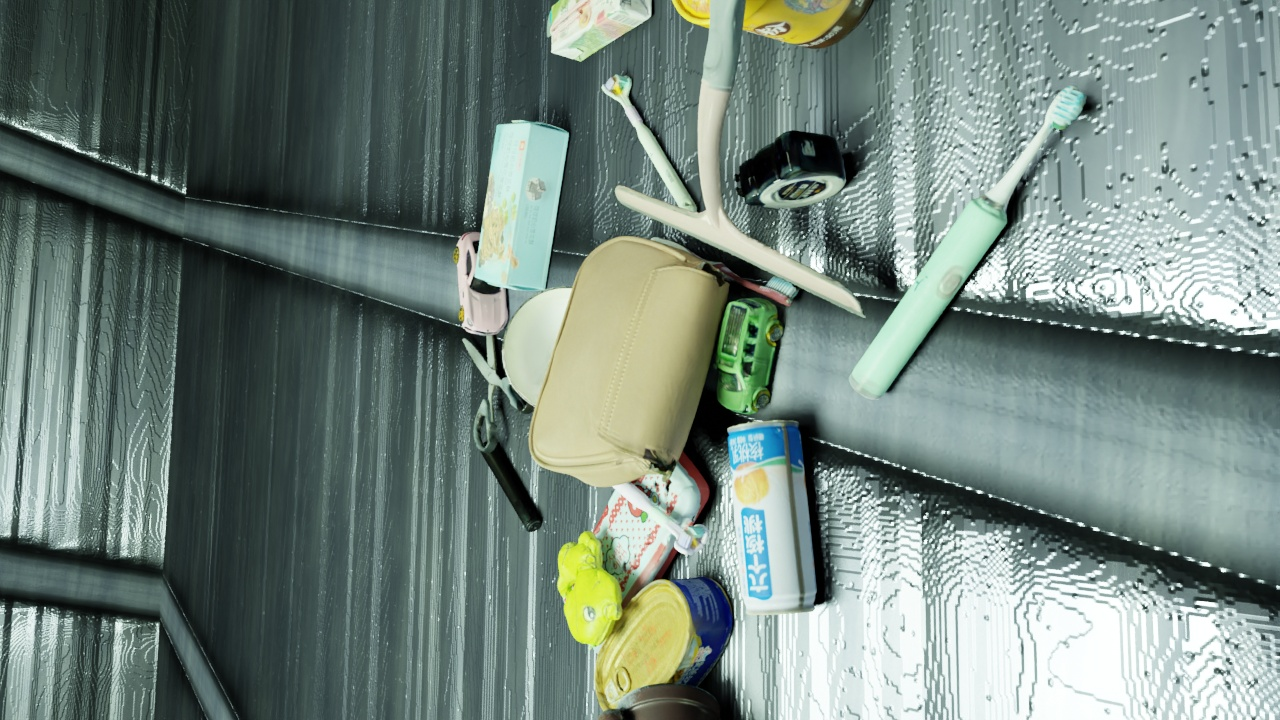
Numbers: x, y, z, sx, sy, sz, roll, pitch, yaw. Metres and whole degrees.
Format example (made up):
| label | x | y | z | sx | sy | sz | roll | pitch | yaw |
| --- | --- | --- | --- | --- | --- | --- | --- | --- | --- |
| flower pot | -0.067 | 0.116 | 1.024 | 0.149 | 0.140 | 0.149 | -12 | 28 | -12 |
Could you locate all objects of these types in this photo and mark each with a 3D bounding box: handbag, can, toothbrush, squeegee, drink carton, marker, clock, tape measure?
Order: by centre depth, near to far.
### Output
| label | x | y | z | sx | sy | sz | roll | pitch | yaw |
| --- | --- | --- | --- | --- | --- | --- | --- | --- | --- |
| toothbrush | 0.199 | -0.067 | 0.570 | 0.225 | 0.026 | 0.027 | -61 | 22 | 27 |
| squeegee | 0.055 | -0.177 | 0.611 | 0.248 | 0.040 | 0.250 | 32 | 134 | 39 |
| tape measure | 0.112 | -0.135 | 0.657 | 0.066 | 0.066 | 0.033 | -24 | 70 | 55 |
| can | 0.095 | 0.113 | 0.662 | 0.053 | 0.053 | 0.134 | -18 | 72 | 50 |
| clock | 0.009 | 0.292 | 0.703 | 0.055 | 0.122 | 0.082 | -91 | -8 | -49 |
| handbag | -0.004 | 0.004 | 0.746 | 0.148 | 0.099 | 0.204 | 8 | 77 | 47 |
| can | 0.017 | 0.236 | 0.752 | 0.148 | 0.049 | 0.074 | -60 | 44 | 29 |
| toothbrush | 0.064 | -0.079 | 0.755 | 0.017 | 0.016 | 0.188 | -54 | 39 | -4 |
| toothbrush | -0.011 | 0.106 | 0.764 | 0.189 | 0.029 | 0.021 | 31 | 148 | 48 |
| toothbrush | 0.009 | -0.197 | 0.835 | 0.020 | 0.029 | 0.189 | 74 | 172 | -58 |
| drink carton | -0.042 | -0.341 | 0.896 | 0.123 | 0.045 | 0.053 | -7 | 81 | 52 |
| marker | -0.142 | 0.134 | 0.991 | 0.020 | 0.022 | 0.132 | -41 | 48 | 2 |

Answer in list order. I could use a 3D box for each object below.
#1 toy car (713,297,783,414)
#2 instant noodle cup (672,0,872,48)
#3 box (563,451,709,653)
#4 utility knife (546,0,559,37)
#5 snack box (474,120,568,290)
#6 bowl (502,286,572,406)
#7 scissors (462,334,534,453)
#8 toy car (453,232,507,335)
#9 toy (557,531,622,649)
| label | x | y | z | sx | sy | sz | roll | pitch | yaw |
| --- | --- | --- | --- | --- | --- | --- | --- | --- | --- |
| toy car | 0.080 | -0.004 | 0.710 | 0.043 | 0.036 | 0.091 | 17 | 103 | 50 |
| instant noodle cup | 0.098 | -0.284 | 0.651 | 0.119 | 0.114 | 0.118 | -7 | 81 | 51 |
| box | -0.009 | 0.165 | 0.796 | 0.086 | 0.046 | 0.202 | 52 | 124 | 42 |
| utility knife | -0.047 | -0.392 | 0.934 | 0.187 | 0.013 | 0.029 | -28 | 66 | 49 |
| snack box | -0.128 | -0.165 | 0.982 | 0.074 | 0.051 | 0.175 | 17 | 100 | 53 |
| bowl | -0.064 | -0.007 | 0.854 | 0.066 | 0.116 | 0.116 | 32 | -120 | -83 |
| scissors | -0.166 | 0.023 | 1.034 | 0.178 | 0.014 | 0.159 | 11 | 82 | 48 |
| toy car | -0.178 | -0.088 | 1.036 | 0.037 | 0.056 | 0.122 | -30 | 63 | 55 |
| toy | -0.045 | 0.197 | 0.782 | 0.097 | 0.031 | 0.100 | -39 | 47 | 47 |
